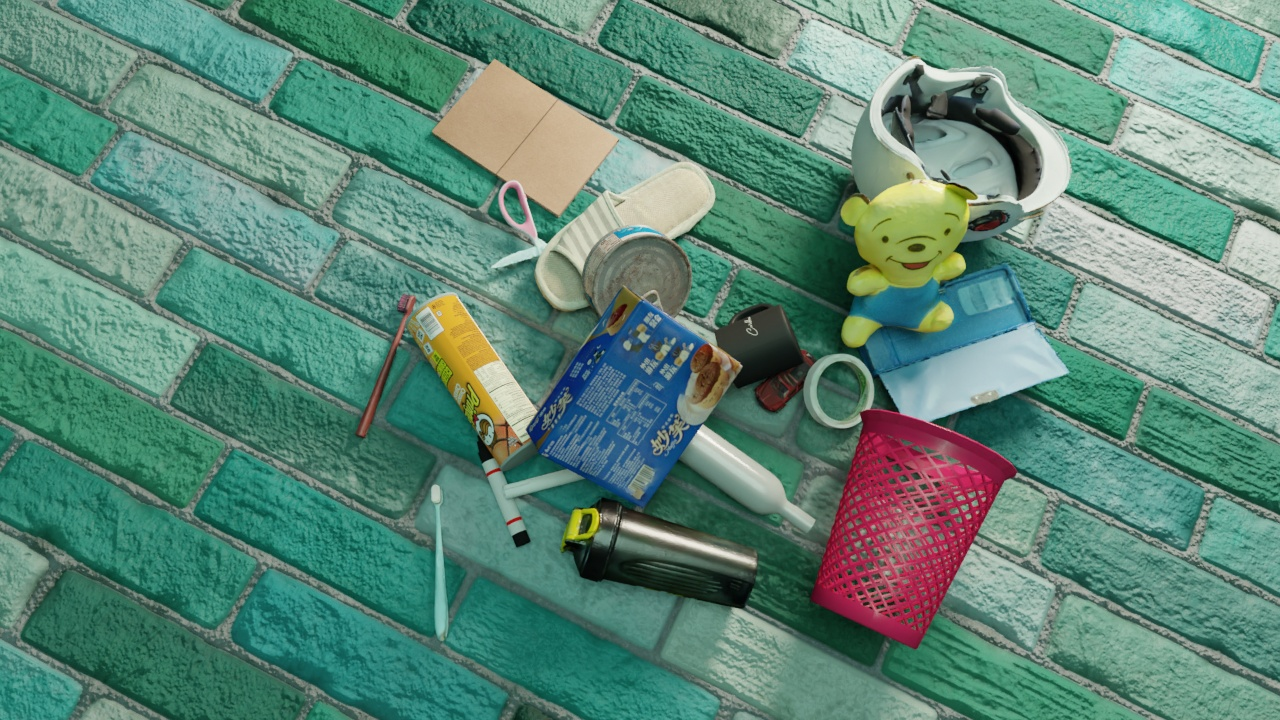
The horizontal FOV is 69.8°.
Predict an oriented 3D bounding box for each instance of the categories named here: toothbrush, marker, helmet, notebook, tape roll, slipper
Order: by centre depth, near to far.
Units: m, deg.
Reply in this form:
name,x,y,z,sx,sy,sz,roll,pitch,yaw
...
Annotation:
name,x,y,z,sx,sy,sz,roll,pitch,yaw
toothbrush,-0.236,0.236,1.076,0.016,0.017,0.180,-4,75,-6
marker,-0.100,0.141,1.099,0.133,0.020,0.017,-13,51,-17
marker,-0.168,0.153,1.102,0.019,0.019,0.145,-23,77,-10
toothbrush,-0.317,0.004,1.137,0.016,0.016,0.189,14,74,5
tape roll,0.248,0.038,1.145,0.093,0.018,0.094,1,88,-23
helmet,0.395,-0.247,1.179,0.264,0.164,0.236,9,61,-10
slipper,-0.016,-0.165,1.180,0.272,0.054,0.114,-39,88,-14
notebook,-0.155,-0.303,1.240,0.209,0.008,0.141,34,75,6

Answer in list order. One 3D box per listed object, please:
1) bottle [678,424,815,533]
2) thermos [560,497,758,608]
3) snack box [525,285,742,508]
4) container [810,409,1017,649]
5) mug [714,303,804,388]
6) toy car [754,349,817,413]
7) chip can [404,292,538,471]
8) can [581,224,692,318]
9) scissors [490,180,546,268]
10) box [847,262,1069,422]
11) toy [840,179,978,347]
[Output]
name,x,y,z,sx,sy,sz,roll,pitch,yaw
bottle,0.123,0.143,1.106,0.195,0.052,0.052,35,75,7
thermos,0.021,0.223,1.057,0.221,0.098,0.098,16,73,-3
snack box,-0.008,0.043,1.044,0.155,0.069,0.203,31,97,-27
container,0.297,0.197,1.048,0.183,0.183,0.225,24,81,3
mug,0.145,-0.028,1.140,0.088,0.078,0.113,-22,38,12
toy car,0.185,0.026,1.155,0.091,0.036,0.042,-42,81,-8
chip can,-0.195,0.024,1.108,0.075,0.075,0.215,-34,79,-12
can,-0.004,-0.099,1.132,0.129,0.044,0.130,-9,117,-19
scissors,-0.118,-0.161,1.191,0.172,0.013,0.170,-19,82,-14
box,0.402,-0.018,1.175,0.231,0.048,0.176,-16,68,-8
toy,0.311,-0.122,1.090,0.149,0.214,0.083,-7,38,0
